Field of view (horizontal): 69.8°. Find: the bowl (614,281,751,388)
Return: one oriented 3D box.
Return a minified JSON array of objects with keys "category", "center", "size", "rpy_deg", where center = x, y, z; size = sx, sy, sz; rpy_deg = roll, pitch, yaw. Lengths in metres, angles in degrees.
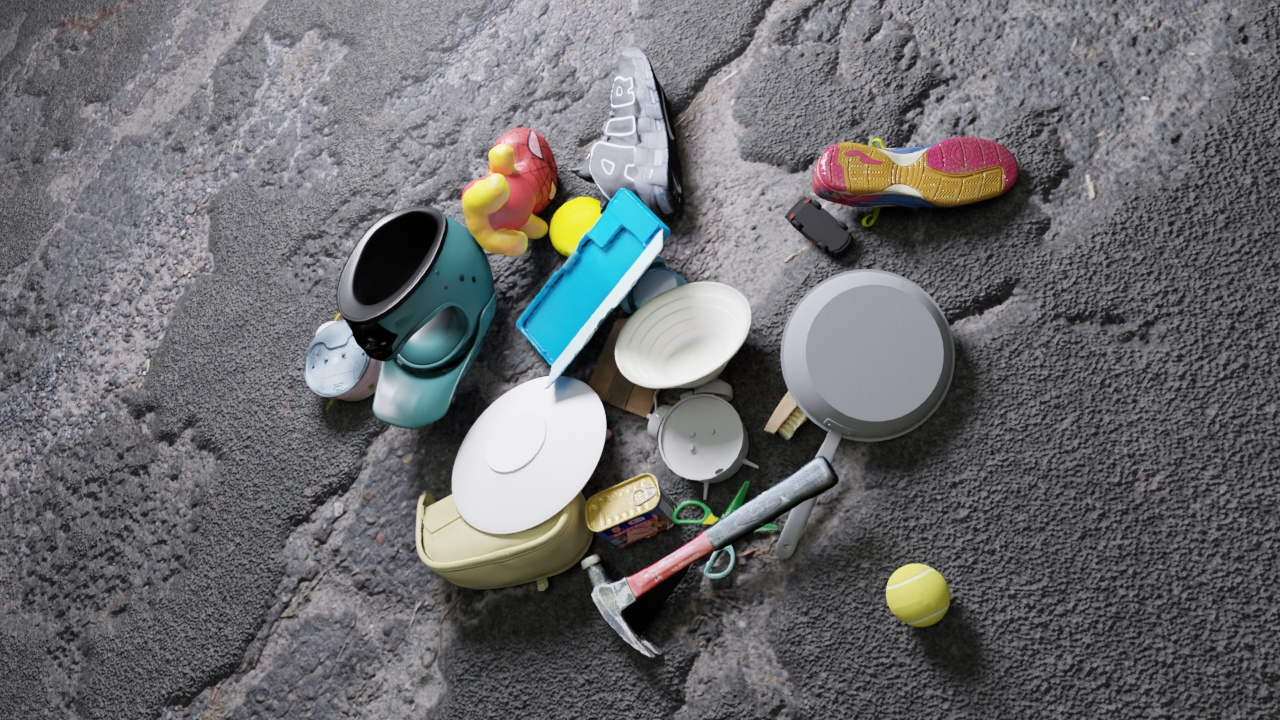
[{"category":"bowl","center":[0.060,-0.016,1.133],"size":[0.177,0.058,0.176],"rpy_deg":[-16,42,15]}]

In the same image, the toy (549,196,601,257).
[{"category":"toy","center":[-0.085,-0.188,1.296],"size":[0.094,0.041,0.095],"rpy_deg":[-4,70,16]}]

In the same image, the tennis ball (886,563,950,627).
[{"category":"tennis ball","center":[0.295,0.250,0.977],"size":[0.065,0.065,0.065],"rpy_deg":[-7,70,19]}]

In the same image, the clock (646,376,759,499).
[{"category":"clock","center":[0.070,0.082,1.128],"size":[0.120,0.061,0.159],"rpy_deg":[-32,64,9]}]

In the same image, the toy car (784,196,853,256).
[{"category":"toy car","center":[0.228,-0.168,1.166],"size":[0.042,0.036,0.091],"rpy_deg":[-46,72,0]}]

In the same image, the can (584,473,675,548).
[{"category":"can","center":[-0.010,0.185,1.119],"size":[0.100,0.059,0.053],"rpy_deg":[-25,47,13]}]

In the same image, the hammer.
[{"category":"hammer","center":[0.087,0.216,1.060],"size":[0.327,0.036,0.140],"rpy_deg":[-35,71,15]}]

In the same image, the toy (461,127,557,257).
[{"category":"toy","center":[-0.179,-0.242,1.281],"size":[0.099,0.148,0.215],"rpy_deg":[3,38,11]}]

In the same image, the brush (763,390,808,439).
[{"category":"brush","center":[0.193,0.047,1.099],"size":[0.039,0.049,0.117],"rpy_deg":[38,89,10]}]

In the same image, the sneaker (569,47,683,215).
[{"category":"sneaker","center":[-0.031,-0.307,1.282],"size":[0.151,0.097,0.252],"rpy_deg":[-13,73,14]}]

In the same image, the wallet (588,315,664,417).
[{"category":"wallet","center":[-0.007,0.007,1.206],"size":[0.099,0.027,0.121],"rpy_deg":[19,80,24]}]

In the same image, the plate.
[{"category":"plate","center":[-0.151,0.108,1.158],"size":[0.230,0.030,0.228],"rpy_deg":[-18,48,21]}]

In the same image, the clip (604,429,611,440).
[{"category":"clip","center":[-0.061,0.107,1.197],"size":[0.044,0.023,0.060],"rpy_deg":[21,75,28]}]

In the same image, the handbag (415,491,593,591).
[{"category":"handbag","center":[-0.179,0.208,1.181],"size":[0.233,0.088,0.190],"rpy_deg":[-28,49,11]}]

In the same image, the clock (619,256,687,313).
[{"category":"clock","center":[0.013,-0.095,1.229],"size":[0.123,0.042,0.087],"rpy_deg":[32,86,33]}]

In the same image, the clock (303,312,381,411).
[{"category":"clock","center":[-0.435,-0.012,1.366],"size":[0.117,0.059,0.157],"rpy_deg":[-15,67,16]}]

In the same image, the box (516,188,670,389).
[{"category":"box","center":[-0.053,-0.086,1.200],"size":[0.244,0.070,0.170],"rpy_deg":[-50,39,18]}]

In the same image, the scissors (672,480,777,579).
[{"category":"scissors","center":[0.100,0.203,1.091],"size":[0.125,0.011,0.130],"rpy_deg":[2,86,11]}]

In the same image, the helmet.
[{"category":"helmet","center":[-0.296,-0.061,1.242],"size":[0.177,0.200,0.274],"rpy_deg":[-2,49,19]}]

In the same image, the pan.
[{"category":"pan","center":[0.233,0.065,1.054],"size":[0.201,0.051,0.356],"rpy_deg":[23,87,3]}]

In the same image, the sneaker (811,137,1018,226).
[{"category":"sneaker","center":[0.333,-0.229,1.129],"size":[0.242,0.091,0.116],"rpy_deg":[2,77,2]}]
